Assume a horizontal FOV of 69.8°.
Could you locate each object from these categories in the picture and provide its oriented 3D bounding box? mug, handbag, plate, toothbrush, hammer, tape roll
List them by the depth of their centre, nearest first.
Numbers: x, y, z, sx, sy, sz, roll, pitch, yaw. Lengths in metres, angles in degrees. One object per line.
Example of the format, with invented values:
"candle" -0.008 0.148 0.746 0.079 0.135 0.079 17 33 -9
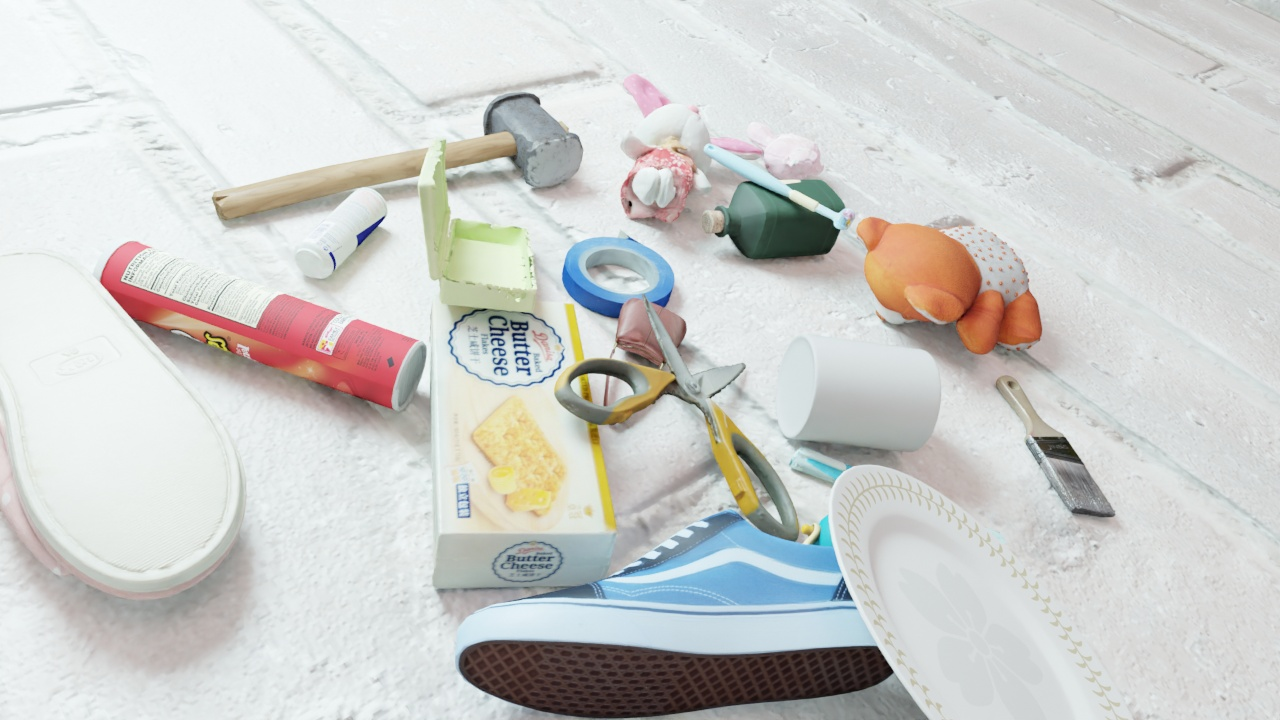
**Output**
"plate" 0.195 0.159 0.521 0.242 0.016 0.242 31 28 -19
"handbag" -0.004 0.004 0.698 0.055 0.029 0.119 24 47 -1
"mug" 0.158 0.020 0.701 0.097 0.079 0.112 7 14 -11
"tape roll" -0.019 -0.071 0.777 0.091 0.016 0.092 40 46 23
"hammer" -0.205 -0.173 0.808 0.327 0.052 0.098 -20 53 -31
"toothbrush" 0.121 -0.158 0.823 0.155 0.016 0.022 32 79 20

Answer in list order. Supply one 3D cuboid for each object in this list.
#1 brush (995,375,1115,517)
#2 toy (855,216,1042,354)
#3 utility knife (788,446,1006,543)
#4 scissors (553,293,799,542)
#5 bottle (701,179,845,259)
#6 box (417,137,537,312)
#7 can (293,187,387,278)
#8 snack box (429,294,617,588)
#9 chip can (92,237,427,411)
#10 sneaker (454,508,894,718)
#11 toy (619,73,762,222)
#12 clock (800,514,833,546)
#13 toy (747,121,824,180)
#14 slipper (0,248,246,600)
"brush" 0.331 0.067 0.748 0.039 0.012 0.151 2 44 -16
"toy" 0.270 -0.072 0.829 0.172 0.093 0.163 -1 46 -37
"utility knife" 0.185 0.099 0.660 0.162 0.015 0.022 23 42 9
"scissors" 0.036 0.037 0.640 0.229 0.016 0.224 53 32 17
"bottle" 0.118 -0.131 0.854 0.131 0.061 0.061 -7 44 -25
"box" -0.131 -0.094 0.685 0.127 0.066 0.188 50 7 -24
"can" -0.236 -0.101 0.724 0.032 0.032 0.095 20 41 3
"snack box" -0.083 0.045 0.598 0.104 0.058 0.207 3 44 -16
"chip can" -0.254 -0.024 0.620 0.215 0.052 0.051 19 41 2
"sneaker" 0.019 0.135 0.513 0.241 0.084 0.098 2 43 -13
"toy" 0.029 -0.200 0.885 0.159 0.084 0.193 31 40 -4
"clock" 0.163 0.137 0.595 0.129 0.044 0.099 -6 46 -34
"toy" 0.155 -0.220 0.976 0.063 0.047 0.110 7 33 -22
"slipper" -0.322 0.033 0.535 0.114 0.055 0.274 -24 58 -37
